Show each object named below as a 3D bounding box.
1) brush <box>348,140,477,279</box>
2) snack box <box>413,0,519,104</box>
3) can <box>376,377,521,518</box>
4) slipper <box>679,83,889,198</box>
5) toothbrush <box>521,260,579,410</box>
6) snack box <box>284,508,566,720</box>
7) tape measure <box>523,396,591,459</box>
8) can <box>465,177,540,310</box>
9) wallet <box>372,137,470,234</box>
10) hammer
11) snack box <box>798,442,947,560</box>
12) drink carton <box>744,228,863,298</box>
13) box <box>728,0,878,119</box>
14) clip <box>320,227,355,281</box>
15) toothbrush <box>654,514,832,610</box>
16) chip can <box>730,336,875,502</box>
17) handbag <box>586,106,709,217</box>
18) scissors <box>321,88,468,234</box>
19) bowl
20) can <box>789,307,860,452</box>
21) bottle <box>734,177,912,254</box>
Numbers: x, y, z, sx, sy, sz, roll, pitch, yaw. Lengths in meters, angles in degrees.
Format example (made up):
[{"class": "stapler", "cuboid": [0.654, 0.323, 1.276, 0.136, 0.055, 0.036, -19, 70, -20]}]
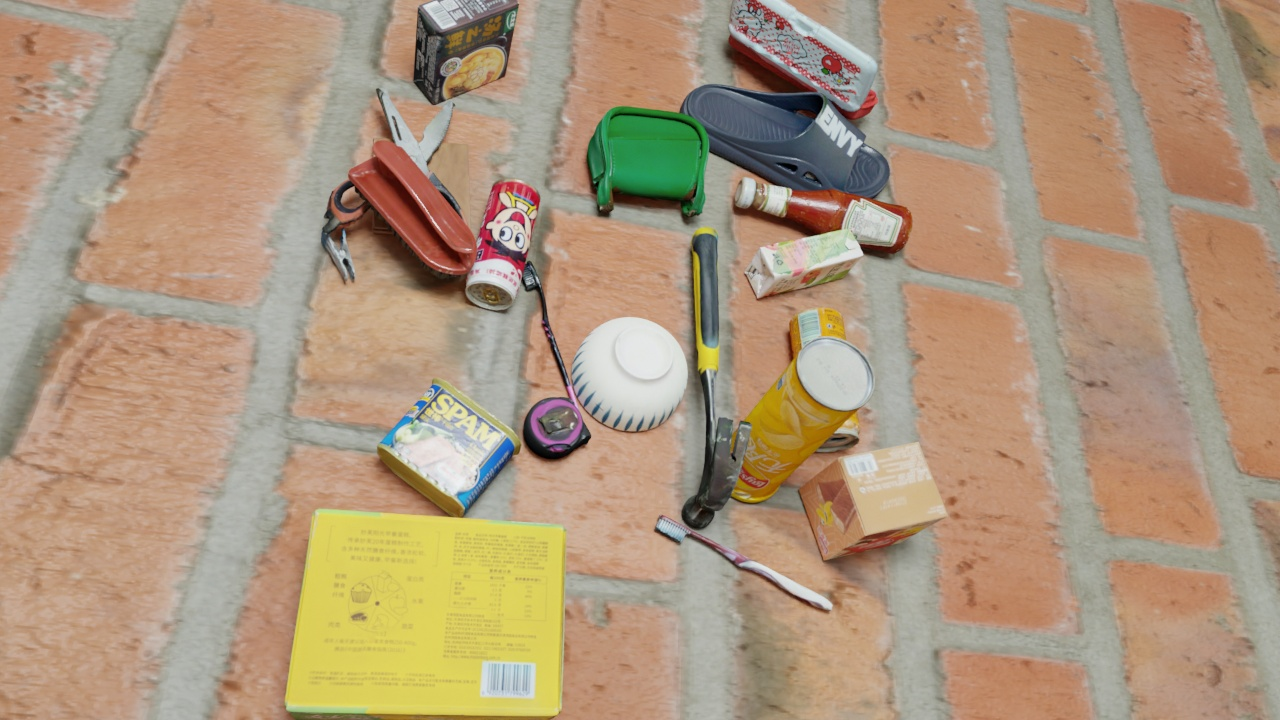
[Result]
[{"class": "brush", "cuboid": [-0.211, -0.142, 0.881, 0.063, 0.069, 0.146, -38, 85, -31]}, {"class": "snack box", "cuboid": [-0.187, -0.357, 1.010, 0.125, 0.113, 0.053, -32, 77, -27]}, {"class": "can", "cuboid": [-0.173, 0.080, 0.827, 0.102, 0.057, 0.083, 36, 62, 4]}, {"class": "slipper", "cuboid": [0.179, -0.269, 1.091, 0.268, 0.083, 0.110, 21, 62, -3]}, {"class": "toothbrush", "cuboid": [-0.091, -0.020, 0.926, 0.017, 0.014, 0.189, -15, 69, -12]}, {"class": "snack box", "cuboid": [-0.170, 0.211, 0.753, 0.210, 0.070, 0.157, 6, 63, -13]}, {"class": "tape measure", "cuboid": [-0.081, 0.063, 0.870, 0.057, 0.039, 0.057, -21, 71, -24]}, {"class": "can", "cuboid": [-0.140, -0.120, 0.938, 0.053, 0.053, 0.132, 14, 61, -9]}, {"class": "wallet", "cuboid": [-0.230, -0.182, 0.966, 0.101, 0.020, 0.115, 0, 66, -16]}, {"class": "hammer", "cuboid": [0.070, -0.005, 0.917, 0.032, 0.126, 0.322, 9, 55, -11]}, {"class": "snack box", "cuboid": [0.223, 0.137, 0.888, 0.092, 0.095, 0.077, -8, 66, -20]}, {"class": "drink carton", "cuboid": [0.182, -0.110, 1.027, 0.122, 0.054, 0.045, -16, 69, -23]}, {"class": "box", "cuboid": [0.195, -0.368, 1.114, 0.201, 0.154, 0.074, 37, 96, 14]}, {"class": "clip", "cuboid": [-0.296, -0.103, 0.904, 0.043, 0.027, 0.058, -19, 74, -31]}, {"class": "toothbrush", "cuboid": [0.098, 0.195, 0.870, 0.187, 0.016, 0.017, 28, 68, -1]}, {"class": "chip can", "cuboid": [0.133, 0.059, 0.833, 0.072, 0.214, 0.072, 7, 59, -12]}, {"class": "handbag", "cuboid": [0.007, -0.218, 1.029, 0.131, 0.068, 0.120, 4, 70, -15]}, {"class": "scissors", "cuboid": [-0.234, -0.187, 0.943, 0.189, 0.015, 0.224, 37, 59, -3]}, {"class": "bowl", "cuboid": [-0.005, 0.005, 0.907, 0.116, 0.066, 0.116, 7, 63, -13]}, {"class": "can", "cuboid": [0.192, 0.019, 0.961, 0.058, 0.058, 0.145, 5, 63, -14]}, {"class": "bottle", "cuboid": [0.211, -0.172, 1.064, 0.206, 0.060, 0.059, 12, 61, -10]}]
